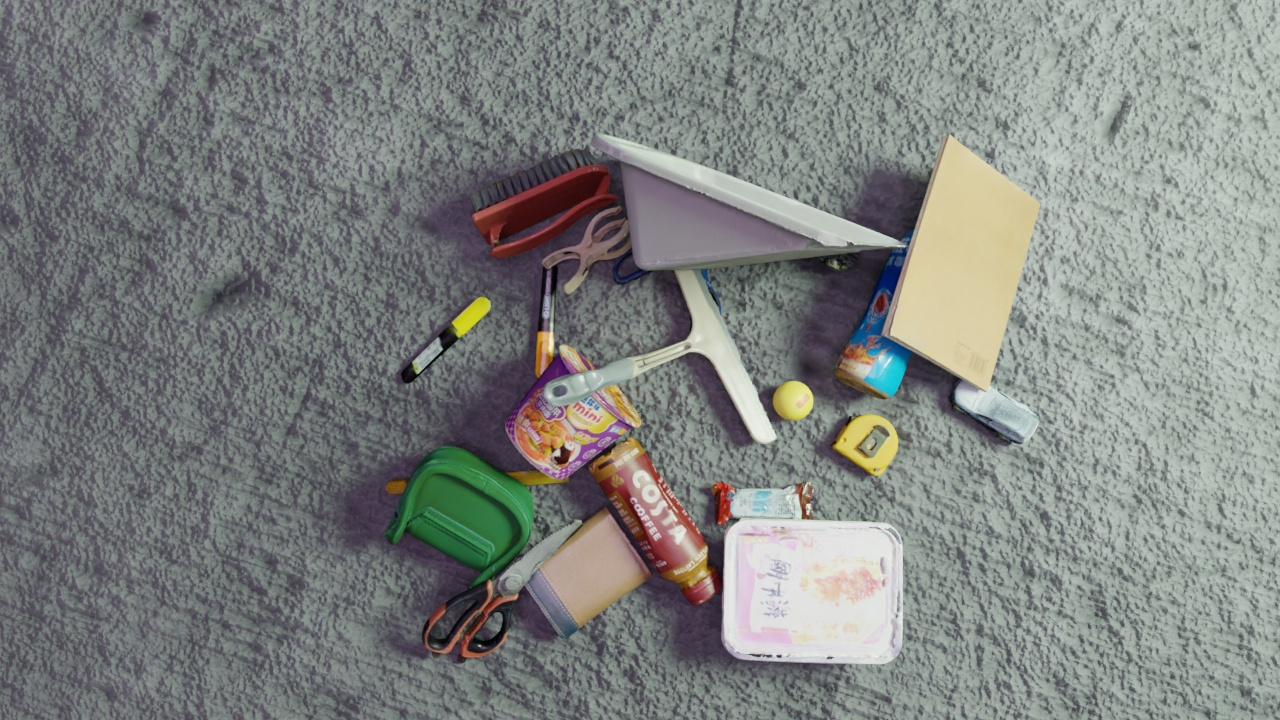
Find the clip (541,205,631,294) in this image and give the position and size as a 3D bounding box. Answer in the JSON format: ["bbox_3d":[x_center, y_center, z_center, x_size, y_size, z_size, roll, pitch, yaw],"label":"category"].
[{"bbox_3d":[-0.050,-0.115,0.942,0.100,0.035,0.076,-41,67,-3],"label":"clip"}]

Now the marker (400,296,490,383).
[{"bbox_3d":[-0.203,-0.021,0.957,0.124,0.015,0.018,-43,86,2],"label":"marker"}]

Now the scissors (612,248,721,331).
[{"bbox_3d":[0.051,-0.105,0.955,0.162,0.012,0.175,-3,85,1],"label":"scissors"}]

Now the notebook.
[{"bbox_3d":[0.320,-0.092,0.899,0.149,0.012,0.211,25,78,-27],"label":"notebook"}]

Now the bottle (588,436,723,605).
[{"bbox_3d":[0.018,0.162,0.919,0.057,0.057,0.175,-35,87,-1],"label":"bottle"}]

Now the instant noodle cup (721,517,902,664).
[{"bbox_3d":[0.167,0.225,0.911,0.173,0.060,0.138,1,87,3],"label":"instant noodle cup"}]

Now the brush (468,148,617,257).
[{"bbox_3d":[-0.097,-0.159,0.937,0.146,0.063,0.069,-25,75,-2],"label":"brush"}]

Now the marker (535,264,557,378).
[{"bbox_3d":[-0.097,-0.041,0.954,0.018,0.015,0.123,4,85,-5],"label":"marker"}]

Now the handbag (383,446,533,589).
[{"bbox_3d":[-0.177,0.158,0.910,0.131,0.068,0.120,30,100,-7],"label":"handbag"}]

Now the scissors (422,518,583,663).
[{"bbox_3d":[-0.122,0.230,0.903,0.210,0.015,0.177,-13,122,0],"label":"scissors"}]

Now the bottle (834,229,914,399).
[{"bbox_3d":[0.269,-0.069,0.921,0.065,0.065,0.218,27,88,3],"label":"bottle"}]

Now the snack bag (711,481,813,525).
[{"bbox_3d":[0.124,0.145,0.933,0.105,0.026,0.045,0,78,1],"label":"snack bag"}]

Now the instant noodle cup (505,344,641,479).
[{"bbox_3d":[-0.072,0.057,0.907,0.111,0.111,0.099,45,96,3],"label":"instant noodle cup"}]

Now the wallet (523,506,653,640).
[{"bbox_3d":[-0.057,0.215,0.932,0.115,0.033,0.090,-35,89,-1],"label":"wallet"}]

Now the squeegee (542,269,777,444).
[{"bbox_3d":[-0.005,0.005,0.871,0.245,0.039,0.246,-21,84,-43],"label":"squeegee"}]

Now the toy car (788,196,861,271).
[{"bbox_3d":[0.176,-0.129,0.942,0.105,0.031,0.049,27,89,6],"label":"toy car"}]

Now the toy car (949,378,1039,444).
[{"bbox_3d":[0.358,0.049,0.928,0.090,0.034,0.043,34,91,5],"label":"toy car"}]

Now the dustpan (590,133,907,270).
[{"bbox_3d":[0.087,-0.158,0.841,0.258,0.222,0.142,-5,94,27],"label":"dustpan"}]

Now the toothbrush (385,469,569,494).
[{"bbox_3d":[-0.168,0.125,0.946,0.190,0.016,0.015,-4,88,1],"label":"toothbrush"}]

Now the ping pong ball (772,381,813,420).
[{"bbox_3d":[0.155,0.041,0.930,0.040,0.040,0.040,0,87,1],"label":"ping pong ball"}]

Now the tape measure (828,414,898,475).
[{"bbox_3d":[0.232,0.083,0.932,0.060,0.029,0.057,34,88,3],"label":"tape measure"}]
